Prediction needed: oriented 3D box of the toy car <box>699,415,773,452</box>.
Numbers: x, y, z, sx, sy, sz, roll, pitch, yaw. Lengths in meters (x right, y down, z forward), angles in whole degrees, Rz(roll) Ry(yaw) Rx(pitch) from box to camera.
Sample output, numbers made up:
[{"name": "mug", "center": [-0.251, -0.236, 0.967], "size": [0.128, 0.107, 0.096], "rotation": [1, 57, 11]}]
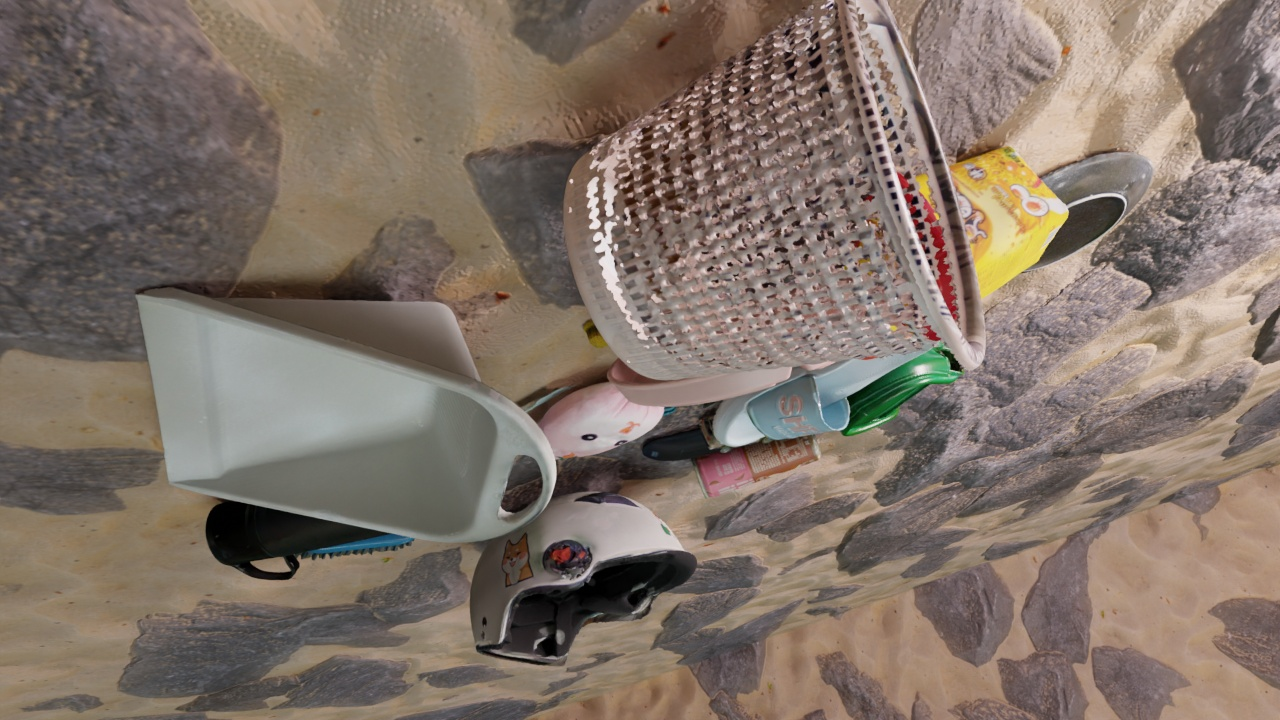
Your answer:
[{"name": "toy car", "center": [0.113, 0.072, 1.017], "size": [0.090, 0.042, 0.035], "rotation": [-10, 151, -15]}]

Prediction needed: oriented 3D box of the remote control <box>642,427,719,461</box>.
[{"name": "remote control", "center": [0.069, 0.094, 1.052], "size": [0.136, 0.024, 0.053], "rotation": [-12, 152, -11]}]

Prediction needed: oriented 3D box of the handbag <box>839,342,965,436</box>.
[{"name": "handbag", "center": [0.273, 0.028, 1.001], "size": [0.120, 0.068, 0.132], "rotation": [-1, 150, -32]}]

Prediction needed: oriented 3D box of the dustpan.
[{"name": "dustpan", "center": [-0.203, 0.063, 0.666], "size": [0.257, 0.142, 0.223], "rotation": [-8, 143, -26]}]

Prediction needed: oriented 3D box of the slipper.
[{"name": "slipper", "center": [0.189, 0.032, 0.916], "size": [0.246, 0.074, 0.104], "rotation": [-29, 154, 19]}]

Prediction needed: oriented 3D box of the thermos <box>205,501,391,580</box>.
[{"name": "thermos", "center": [-0.270, 0.144, 0.849], "size": [0.243, 0.068, 0.090], "rotation": [-14, 115, 10]}]

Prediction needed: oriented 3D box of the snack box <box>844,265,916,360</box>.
[{"name": "snack box", "center": [0.220, -0.046, 0.808], "size": [0.091, 0.082, 0.080], "rotation": [-17, 153, -6]}]

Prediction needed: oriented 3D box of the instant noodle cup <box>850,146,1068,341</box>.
[{"name": "instant noodle cup", "center": [0.246, -0.096, 0.710], "size": [0.123, 0.116, 0.116], "rotation": [-26, 156, -10]}]

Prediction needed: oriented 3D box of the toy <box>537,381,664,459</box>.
[{"name": "toy", "center": [-0.055, 0.064, 0.890], "size": [0.160, 0.054, 0.121], "rotation": [-25, 156, 31]}]

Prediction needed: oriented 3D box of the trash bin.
[{"name": "trash bin", "center": [0.072, -0.082, 0.532], "size": [0.192, 0.227, 0.227], "rotation": [-16, 157, 26]}]

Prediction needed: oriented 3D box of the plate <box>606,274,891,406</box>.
[{"name": "plate", "center": [0.086, -0.015, 0.697], "size": [0.229, 0.028, 0.229], "rotation": [-18, -168, 4]}]

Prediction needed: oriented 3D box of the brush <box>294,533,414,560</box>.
[{"name": "brush", "center": [-0.286, 0.163, 0.928], "size": [0.143, 0.055, 0.074], "rotation": [0, 149, -31]}]

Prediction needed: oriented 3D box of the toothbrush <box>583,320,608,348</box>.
[{"name": "toothbrush", "center": [-0.005, 0.005, 0.841], "size": [0.016, 0.016, 0.190], "rotation": [-24, 153, 14]}]

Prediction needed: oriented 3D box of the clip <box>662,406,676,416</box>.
[{"name": "clip", "center": [0.010, 0.052, 0.948], "size": [0.055, 0.013, 0.038], "rotation": [-13, 154, -5]}]

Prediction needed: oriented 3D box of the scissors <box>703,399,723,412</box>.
[{"name": "scissors", "center": [0.149, -0.003, 0.927], "size": [0.202, 0.015, 0.204], "rotation": [-15, 155, -6]}]

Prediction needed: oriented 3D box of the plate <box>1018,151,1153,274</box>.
[{"name": "plate", "center": [0.378, -0.121, 0.830], "size": [0.179, 0.024, 0.180], "rotation": [-14, 153, -7]}]

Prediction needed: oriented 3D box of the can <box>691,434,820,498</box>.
[{"name": "can", "center": [0.138, 0.116, 1.098], "size": [0.147, 0.058, 0.058], "rotation": [-20, 154, 5]}]

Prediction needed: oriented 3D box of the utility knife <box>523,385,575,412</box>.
[{"name": "utility knife", "center": [-0.152, 0.072, 0.877], "size": [0.217, 0.018, 0.034], "rotation": [-28, 164, 19]}]

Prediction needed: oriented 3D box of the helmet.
[{"name": "helmet", "center": [-0.085, 0.243, 1.097], "size": [0.274, 0.156, 0.230], "rotation": [-33, 150, 7]}]
